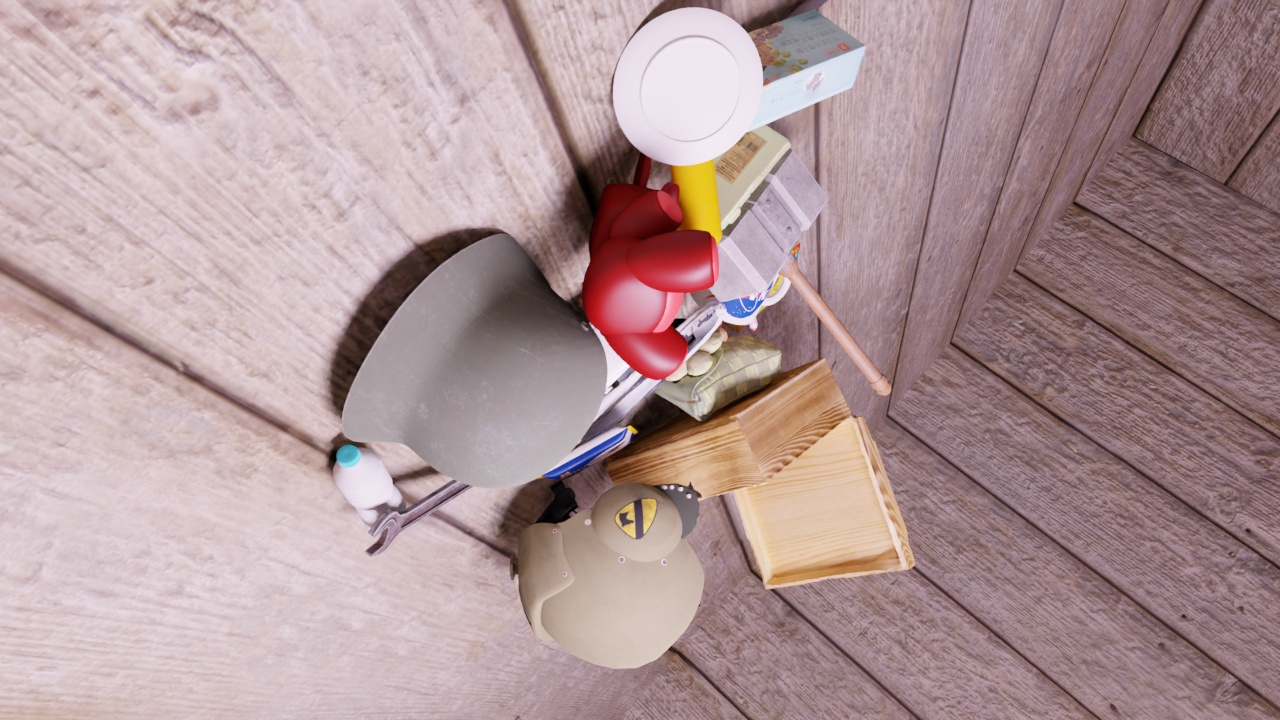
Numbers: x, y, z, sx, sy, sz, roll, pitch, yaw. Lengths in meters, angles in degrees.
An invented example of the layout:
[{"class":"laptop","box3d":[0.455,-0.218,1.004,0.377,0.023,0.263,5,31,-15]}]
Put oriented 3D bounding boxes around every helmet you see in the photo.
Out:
[{"class":"helmet","box3d":[-0.046,0.257,1.156,0.232,0.256,0.251,-42,155,-27]},{"class":"helmet","box3d":[-0.116,0.024,0.825,0.227,0.154,0.267,-56,172,14]}]

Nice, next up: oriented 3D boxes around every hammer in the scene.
[{"class":"hammer","box3d":[0.202,-0.070,1.069,0.083,0.317,0.162,-10,-143,55]}]

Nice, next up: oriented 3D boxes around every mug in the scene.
[{"class":"mug","box3d":[0.134,-0.104,1.149,0.121,0.091,0.090,12,122,-26]}]

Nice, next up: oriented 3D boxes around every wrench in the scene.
[{"class":"wrench","box3d":[-0.198,0.136,0.956,0.070,0.010,0.272,-64,167,21]}]

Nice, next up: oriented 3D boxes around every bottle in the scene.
[{"class":"bottle","box3d":[0.054,-0.160,0.899,0.043,0.043,0.144,-20,107,-51]},{"class":"bottle","box3d":[-0.253,0.117,0.853,0.044,0.044,0.136,-41,156,-22]}]

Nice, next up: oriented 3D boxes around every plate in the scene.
[{"class":"plate","box3d":[0.043,-0.233,0.795,0.134,0.011,0.135,-6,120,-11]}]

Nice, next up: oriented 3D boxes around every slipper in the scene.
[{"class":"slipper","box3d":[-0.006,0.007,1.127,0.264,0.063,0.111,-47,163,26]}]

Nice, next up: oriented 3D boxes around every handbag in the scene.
[{"class":"handbag","box3d":[0.100,0.000,1.237,0.186,0.113,0.117,-23,120,-27]}]

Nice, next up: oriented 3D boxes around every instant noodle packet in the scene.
[{"class":"instant noodle packet","box3d":[-0.067,0.120,1.183,0.134,0.026,0.087,-29,169,1]}]

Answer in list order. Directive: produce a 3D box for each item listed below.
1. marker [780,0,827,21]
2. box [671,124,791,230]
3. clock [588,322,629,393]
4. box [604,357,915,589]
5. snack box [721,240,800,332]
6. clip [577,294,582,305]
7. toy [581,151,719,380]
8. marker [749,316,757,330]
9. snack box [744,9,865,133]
[{"class":"marker","box3d":[0.176,-0.365,0.942,0.140,0.016,0.016,-43,157,-16]},{"class":"box","box3d":[0.074,-0.168,0.979,0.188,0.098,0.082,-49,157,5]},{"class":"clock","box3d":[-0.045,0.008,0.988,0.161,0.073,0.125,-44,178,11]},{"class":"box","box3d":[0.192,0.203,1.332,0.285,0.336,0.280,-30,-177,-44]},{"class":"snack box","box3d":[0.163,-0.111,1.282,0.125,0.040,0.088,-42,156,-19]},{"class":"clip","box3d":[-0.042,-0.075,0.982,0.061,0.025,0.049,-34,149,-19]},{"class":"toy","box3d":[0.004,-0.096,0.850,0.120,0.196,0.159,7,129,-13]},{"class":"marker","box3d":[0.141,-0.103,1.206,0.012,0.013,0.142,-34,125,-35]},{"class":"snack box","box3d":[0.129,-0.278,0.884,0.174,0.075,0.053,-28,151,-25]}]
